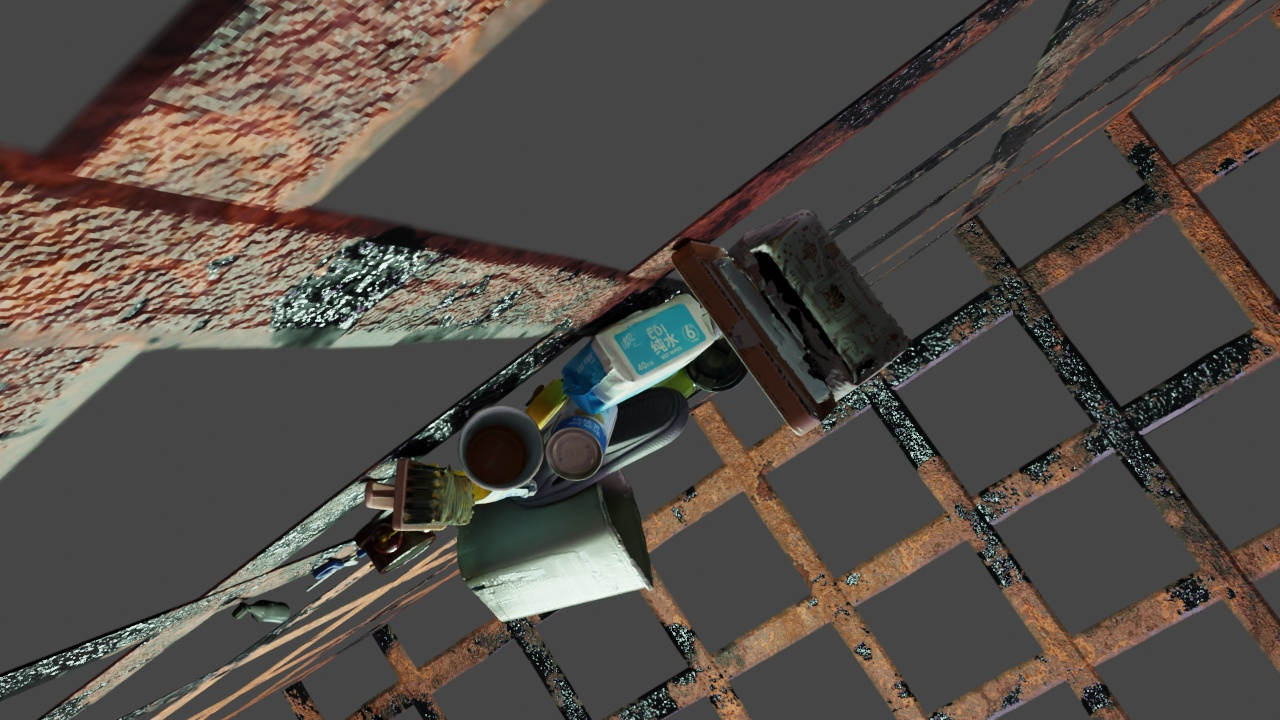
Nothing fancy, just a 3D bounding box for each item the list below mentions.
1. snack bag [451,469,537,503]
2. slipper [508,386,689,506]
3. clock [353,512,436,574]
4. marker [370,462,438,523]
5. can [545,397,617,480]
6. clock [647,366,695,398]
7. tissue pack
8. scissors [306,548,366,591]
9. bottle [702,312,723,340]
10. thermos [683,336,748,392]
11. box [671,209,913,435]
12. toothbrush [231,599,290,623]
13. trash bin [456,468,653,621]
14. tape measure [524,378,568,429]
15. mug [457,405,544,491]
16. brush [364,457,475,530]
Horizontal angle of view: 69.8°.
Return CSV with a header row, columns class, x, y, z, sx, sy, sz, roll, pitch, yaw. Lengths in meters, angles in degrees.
class,x,y,z,sx,sy,sz,roll,pitch,yaw
snack bag,-0.186,0.148,1.066,0.110,0.039,0.191,-9,170,3
slipper,-0.070,0.092,1.160,0.269,0.083,0.110,-25,-142,18
clock,-0.274,0.197,1.040,0.081,0.055,0.122,-28,169,-37
marker,-0.247,0.142,0.961,0.124,0.015,0.018,-39,167,33
can,-0.055,0.066,0.893,0.053,0.053,0.134,-36,-170,14
clock,0.027,0.044,1.319,0.116,0.056,0.160,-36,-179,25
tissue pack,-0.003,-0.008,0.860,0.139,0.063,0.090,-27,172,-36
scissors,-0.370,0.253,1.162,0.176,0.012,0.162,-34,174,9
bottle,0.053,-0.026,1.065,0.080,0.044,0.194,-48,167,33
thermos,0.109,-0.007,1.284,0.093,0.093,0.143,-35,180,9
box,0.126,-0.034,0.824,0.107,0.178,0.271,-39,172,31
toothbrush,-0.433,0.287,1.049,0.027,0.026,0.213,-44,176,-18
trash bin,-0.121,0.236,1.261,0.220,0.198,0.199,-22,132,6
tape measure,-0.096,0.043,0.916,0.059,0.029,0.057,-50,180,-36
mug,-0.137,0.090,0.889,0.078,0.078,0.123,-32,177,-15
brush,-0.205,0.130,0.869,0.073,0.063,0.145,0,169,6
